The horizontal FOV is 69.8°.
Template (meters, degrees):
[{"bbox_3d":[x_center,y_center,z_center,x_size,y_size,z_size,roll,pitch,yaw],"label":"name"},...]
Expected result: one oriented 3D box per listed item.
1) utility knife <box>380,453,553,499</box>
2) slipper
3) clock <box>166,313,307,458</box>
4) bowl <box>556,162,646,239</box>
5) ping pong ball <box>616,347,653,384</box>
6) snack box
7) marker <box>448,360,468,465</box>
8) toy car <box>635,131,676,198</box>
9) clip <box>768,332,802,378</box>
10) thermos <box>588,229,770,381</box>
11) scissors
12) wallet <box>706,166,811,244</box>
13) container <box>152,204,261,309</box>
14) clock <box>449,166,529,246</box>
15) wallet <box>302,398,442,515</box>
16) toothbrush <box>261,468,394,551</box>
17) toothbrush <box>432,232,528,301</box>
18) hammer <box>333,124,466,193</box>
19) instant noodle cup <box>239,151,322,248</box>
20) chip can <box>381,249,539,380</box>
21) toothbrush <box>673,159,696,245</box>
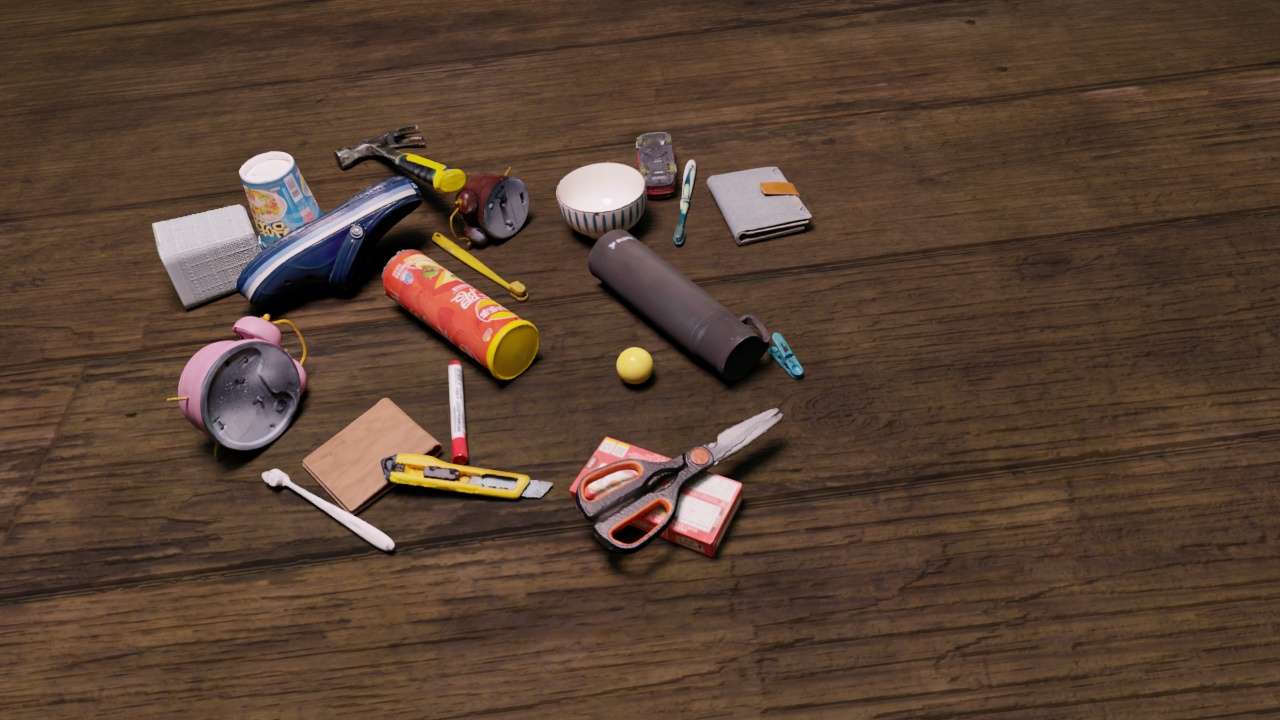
[{"bbox_3d":[-0.176,0.116,0.917,0.176,0.015,0.033,7,61,3],"label":"utility knife"},{"bbox_3d":[-0.379,-0.137,1.157,0.252,0.105,0.095,-35,92,-9],"label":"slipper"},{"bbox_3d":[-0.419,0.020,0.985,0.060,0.117,0.158,12,48,33],"label":"clock"},{"bbox_3d":[-0.048,-0.200,1.194,0.116,0.066,0.116,-3,44,3],"label":"bowl"},{"bbox_3d":[-0.006,0.006,1.002,0.040,0.040,0.040,-3,45,3],"label":"ping pong ball"},{"bbox_3d":[0.015,0.129,0.888,0.153,0.025,0.075,17,50,22],"label":"snack box"},{"bbox_3d":[-0.198,0.053,0.994,0.017,0.017,0.145,-11,45,-4],"label":"marker"},{"bbox_3d":[0.022,-0.272,1.272,0.053,0.045,0.120,-3,50,0],"label":"toy car"},{"bbox_3d":[0.159,-0.003,1.006,0.013,0.034,0.055,-24,64,-16],"label":"clip"},{"bbox_3d":[0.045,-0.068,1.059,0.089,0.069,0.242,-20,46,-35],"label":"thermos"},{"bbox_3d":[0.053,0.113,0.870,0.235,0.022,0.139,-10,53,-9],"label":"scissors"},{"bbox_3d":[0.156,-0.211,1.203,0.106,0.037,0.129,-13,46,-6],"label":"wallet"},{"bbox_3d":[-0.546,-0.137,1.175,0.111,0.090,0.090,-20,47,-18],"label":"container"},{"bbox_3d":[-0.200,-0.199,1.200,0.055,0.082,0.121,24,51,32],"label":"clock"},{"bbox_3d":[-0.281,0.099,0.958,0.101,0.020,0.115,33,59,33],"label":"wallet"},{"bbox_3d":[-0.312,0.148,0.911,0.180,0.016,0.016,23,15,25],"label":"toothbrush"},{"bbox_3d":[-0.207,-0.123,1.171,0.015,0.017,0.190,-36,52,-28],"label":"toothbrush"},{"bbox_3d":[-0.319,-0.278,1.274,0.126,0.032,0.323,-29,33,-23],"label":"hammer"},{"bbox_3d":[-0.481,-0.214,1.227,0.099,0.110,0.099,-3,45,2],"label":"instant noodle cup"},{"bbox_3d":[-0.212,-0.058,1.068,0.073,0.073,0.217,-37,52,-27],"label":"chip can"},{"bbox_3d":[0.060,-0.218,1.235,0.016,0.018,0.191,3,46,8],"label":"toothbrush"}]
